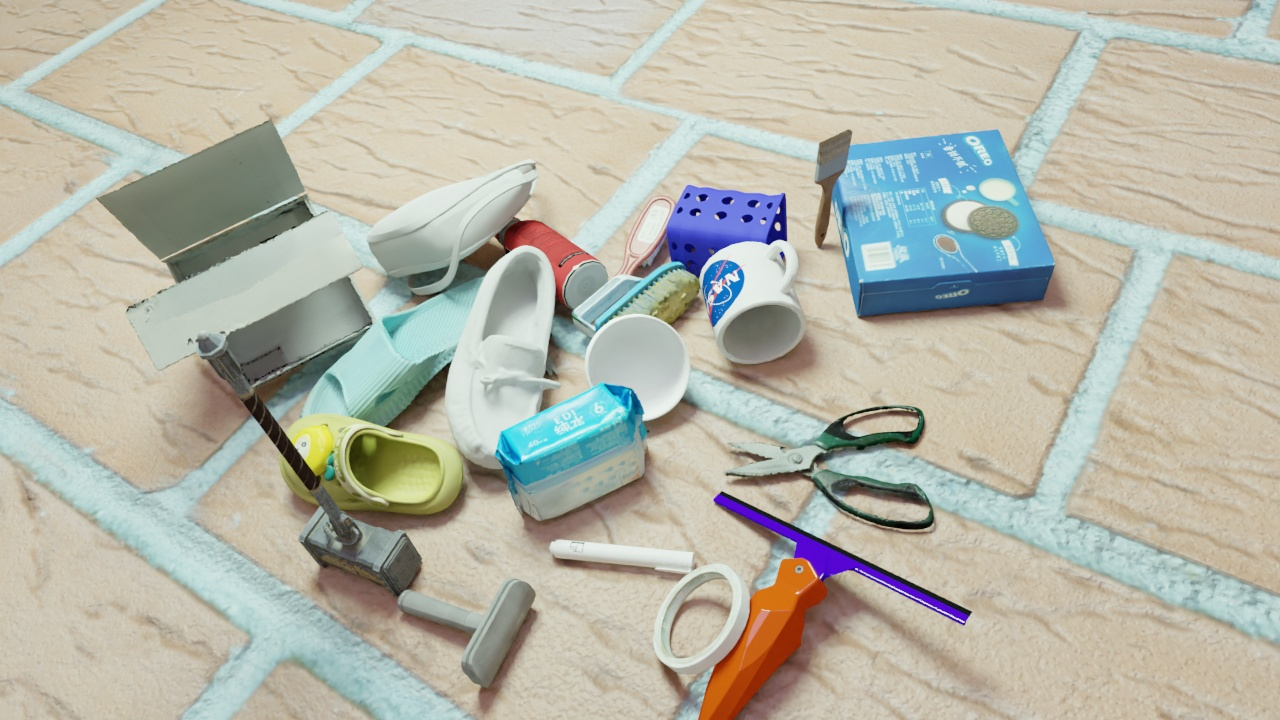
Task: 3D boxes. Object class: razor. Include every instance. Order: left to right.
[{"bbox_3d":[-0.161,0.221,0.793,0.116,0.047,0.088,9,51,27],"label":"razor"}]

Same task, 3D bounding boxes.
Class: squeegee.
[{"bbox_3d":[0.103,0.217,0.735,0.250,0.055,0.184,21,67,42],"label":"squeegee"}]

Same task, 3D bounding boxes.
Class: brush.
[{"bbox_3d":[-0.004,-0.115,1.057,0.041,0.030,0.172,20,70,23],"label":"brush"},{"bbox_3d":[-0.002,-0.065,0.995,0.075,0.055,0.135,36,63,27],"label":"brush"},{"bbox_3d":[0.202,-0.181,0.999,0.045,0.143,0.008,-28,52,-25],"label":"brush"}]

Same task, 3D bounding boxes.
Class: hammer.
[{"bbox_3d":[-0.273,0.086,0.738,0.098,0.322,0.044,15,54,21],"label":"hammer"}]

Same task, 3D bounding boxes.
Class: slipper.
[{"bbox_3d":[-0.266,0.101,0.875,0.191,0.081,0.091,8,82,10],"label":"slipper"},{"bbox_3d":[-0.252,-0.013,0.980,0.275,0.069,0.116,-37,49,-13],"label":"slipper"},{"bbox_3d":[-0.132,-0.007,0.934,0.112,0.075,0.246,12,62,-8],"label":"slipper"}]

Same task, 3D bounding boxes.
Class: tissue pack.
[{"bbox_3d":[-0.060,0.084,0.856,0.144,0.093,0.061,-24,43,-11],"label":"tissue pack"}]

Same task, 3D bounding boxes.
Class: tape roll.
[{"bbox_3d":[0.049,0.209,0.746,0.093,0.013,0.092,-37,28,23],"label":"tape roll"}]

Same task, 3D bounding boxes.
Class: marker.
[{"bbox_3d":[-0.018,0.175,0.818,0.134,0.017,0.020,3,52,13],"label":"marker"}]

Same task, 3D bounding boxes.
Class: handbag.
[{"bbox_3d":[-0.192,-0.177,1.081,0.216,0.095,0.222,-3,33,47],"label":"handbag"}]

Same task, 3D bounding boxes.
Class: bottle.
[{"bbox_3d":[-0.111,-0.121,1.055,0.062,0.062,0.176,-36,47,-20],"label":"bottle"}]

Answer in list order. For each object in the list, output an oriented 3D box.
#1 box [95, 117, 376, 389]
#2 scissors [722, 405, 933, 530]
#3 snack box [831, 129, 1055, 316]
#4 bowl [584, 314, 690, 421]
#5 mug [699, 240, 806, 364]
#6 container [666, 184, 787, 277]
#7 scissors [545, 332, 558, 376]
[{"bbox_3d":[-0.429,-0.189,0.883,0.166,0.507,0.148,-30,47,-14],"label":"box"},{"bbox_3d":[0.177,0.109,0.842,0.209,0.015,0.154,-12,50,-1],"label":"scissors"},{"bbox_3d":[0.321,-0.159,1.017,0.195,0.056,0.238,-5,48,6],"label":"snack box"},{"bbox_3d":[-0.005,0.005,0.915,0.105,0.105,0.054,-20,9,-7],"label":"bowl"},{"bbox_3d":[0.122,-0.069,0.936,0.091,0.122,0.090,14,42,-27],"label":"mug"},{"bbox_3d":[0.097,-0.138,1.021,0.114,0.085,0.084,11,52,20],"label":"container"},{"bbox_3d":[-0.127,-0.037,1.019,0.129,0.019,0.138,5,53,14],"label":"scissors"}]
